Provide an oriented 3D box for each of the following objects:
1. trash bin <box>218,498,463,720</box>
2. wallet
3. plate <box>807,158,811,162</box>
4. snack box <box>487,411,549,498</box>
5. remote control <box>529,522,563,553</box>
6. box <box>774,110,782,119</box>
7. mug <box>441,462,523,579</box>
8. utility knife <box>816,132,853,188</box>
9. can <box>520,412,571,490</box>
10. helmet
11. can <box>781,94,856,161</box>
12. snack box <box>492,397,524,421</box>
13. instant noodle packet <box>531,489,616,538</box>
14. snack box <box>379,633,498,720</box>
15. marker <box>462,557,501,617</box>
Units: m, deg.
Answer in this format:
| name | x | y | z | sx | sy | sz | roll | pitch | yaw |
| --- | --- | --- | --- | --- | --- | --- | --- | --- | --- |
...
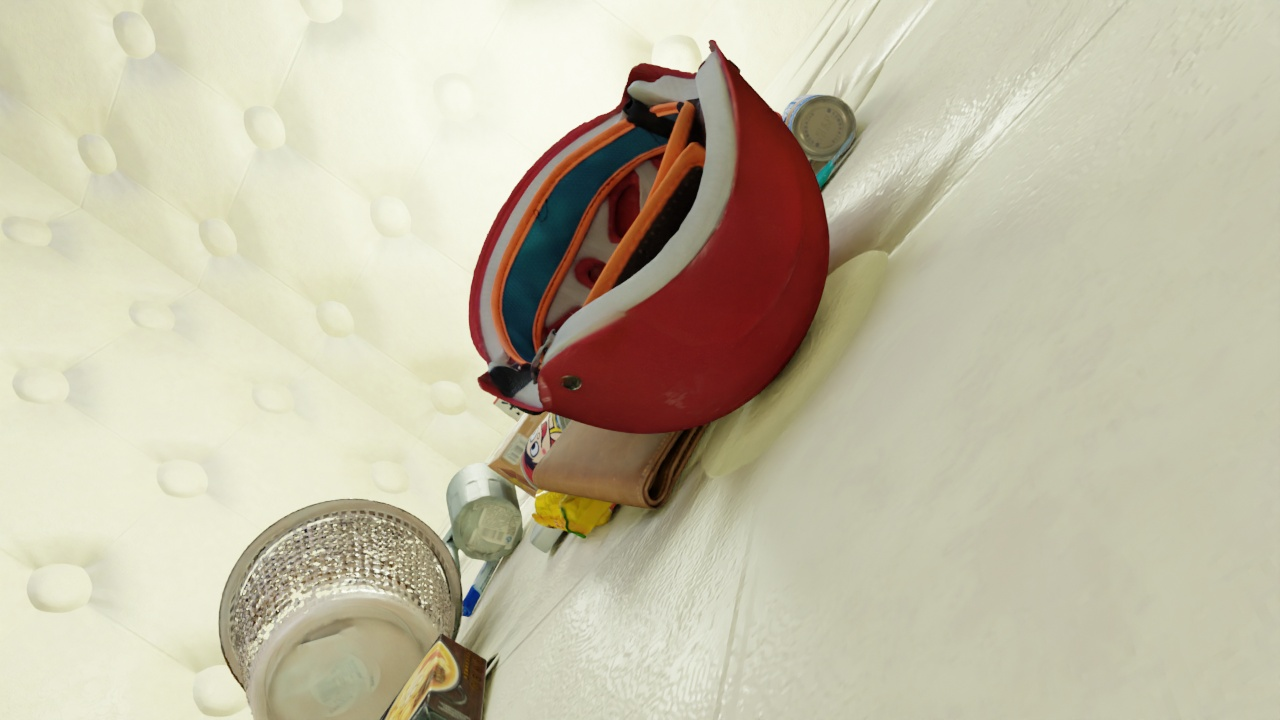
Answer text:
| name | x | y | z | sx | sy | sz | roll | pitch | yaw |
| --- | --- | --- | --- | --- | --- | --- | --- | --- | --- |
| trash bin | -0.257 | 0.252 | 0.808 | 0.227 | 0.227 | 0.192 | -55 | 19 | -7 |
| wallet | -0.004 | 0.040 | 0.601 | 0.131 | 0.035 | 0.118 | -3 | 43 | 55 |
| plate | 0.115 | -0.165 | 0.969 | 0.164 | 0.034 | 0.164 | -54 | 6 | 6 |
| snack box | -0.110 | 0.099 | 1.033 | 0.092 | 0.077 | 0.094 | -56 | 7 | -18 |
| remote control | -0.044 | 0.099 | 0.791 | 0.150 | 0.021 | 0.058 | -54 | 5 | 1 |
| box | 0.074 | -0.161 | 0.898 | 0.160 | 0.050 | 0.201 | -62 | 7 | 1 |
| mug | -0.189 | 0.190 | 1.054 | 0.124 | 0.083 | 0.103 | -57 | 19 | 3 |
| utility knife | 0.118 | -0.113 | 0.754 | 0.178 | 0.013 | 0.029 | -53 | 8 | 14 |
| can | -0.069 | 0.080 | 0.870 | 0.094 | 0.066 | 0.066 | -49 | 8 | 43 |
| helmet | 0.009 | -0.050 | 0.525 | 0.240 | 0.144 | 0.206 | 8 | 71 | 61 |
| can | 0.154 | -0.207 | 0.808 | 0.053 | 0.053 | 0.134 | -53 | 6 | 16 |
| snack box | -0.108 | 0.036 | 1.182 | 0.127 | 0.113 | 0.044 | -52 | 5 | 22 |
| instant noodle packet | -0.032 | 0.083 | 0.690 | 0.110 | 0.044 | 0.129 | -54 | 8 | -16 |
| snack box | -0.153 | 0.262 | 0.635 | 0.113 | 0.053 | 0.125 | -54 | 11 | 3 |
| marker | -0.172 | 0.235 | 1.045 | 0.017 | 0.017 | 0.145 | -51 | 7 | 32 |
